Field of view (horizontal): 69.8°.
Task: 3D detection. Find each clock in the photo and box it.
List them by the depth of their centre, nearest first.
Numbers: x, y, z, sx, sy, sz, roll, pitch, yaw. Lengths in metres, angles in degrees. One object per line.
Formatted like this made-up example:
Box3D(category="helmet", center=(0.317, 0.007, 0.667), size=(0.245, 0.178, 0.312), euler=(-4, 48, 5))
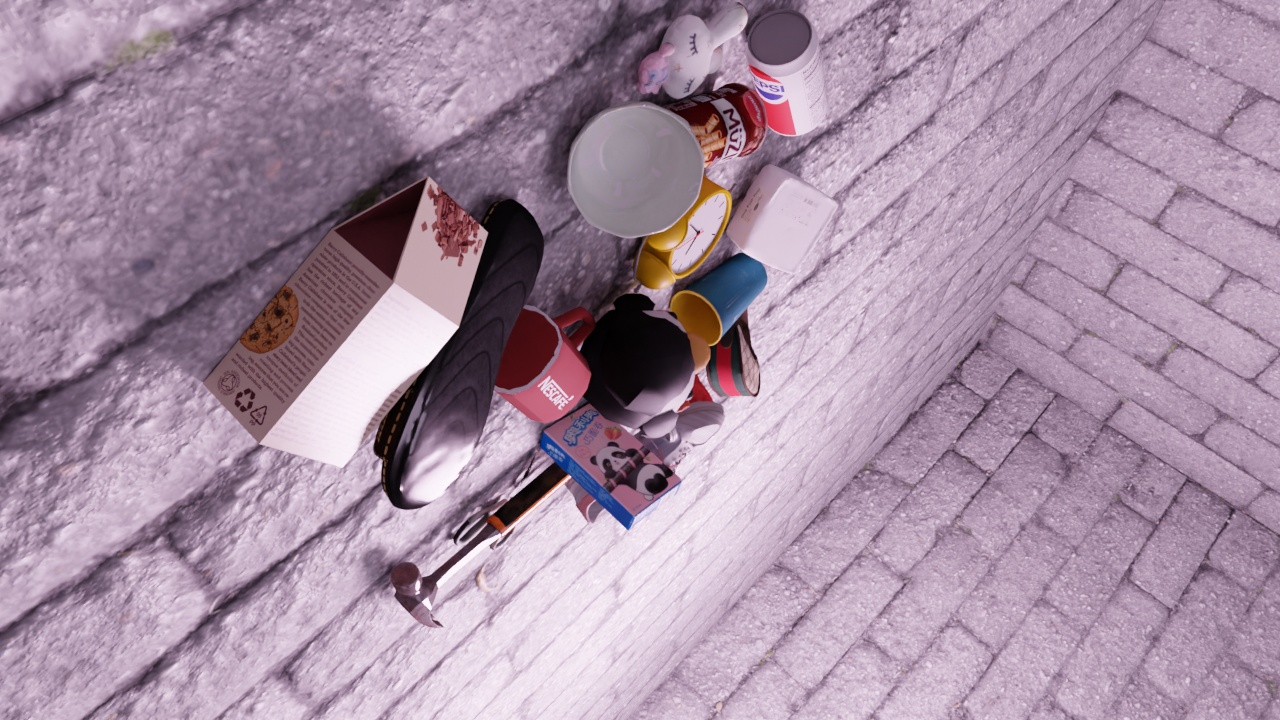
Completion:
Box3D(category="clock", center=(0.043, -0.136, 0.979), size=(0.151, 0.052, 0.114), euler=(-39, 155, -37))

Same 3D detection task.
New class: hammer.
Box3D(category="hammer", center=(-0.154, 0.191, 1.086), size=(0.313, 0.035, 0.138), euler=(-39, 150, -29))

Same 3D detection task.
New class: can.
Box3D(category="can", center=(0.149, -0.287, 0.926), size=(0.070, 0.070, 0.132), euler=(-51, 158, -2))

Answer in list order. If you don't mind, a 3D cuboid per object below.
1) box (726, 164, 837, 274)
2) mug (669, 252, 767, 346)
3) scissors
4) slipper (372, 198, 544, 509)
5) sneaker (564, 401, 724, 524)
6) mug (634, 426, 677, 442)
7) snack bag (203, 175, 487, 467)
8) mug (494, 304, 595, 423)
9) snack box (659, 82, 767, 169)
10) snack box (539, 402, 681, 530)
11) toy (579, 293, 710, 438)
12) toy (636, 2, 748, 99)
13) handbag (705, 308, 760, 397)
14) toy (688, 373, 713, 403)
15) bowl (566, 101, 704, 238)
Box3D(category="box", center=(0.179, -0.185, 1.155), size=(0.151, 0.132, 0.107), euler=(17, 114, -33))
Box3D(category="mug", center=(0.103, -0.082, 1.151), size=(0.121, 0.078, 0.078), euler=(-42, 156, -35))
Box3D(category="scissors", center=(-0.164, 0.177, 1.109), size=(0.157, 0.012, 0.171), euler=(-27, 146, -48))
Box3D(category="slipper", center=(-0.158, -0.008, 0.754), size=(0.113, 0.076, 0.267), euler=(29, 80, -63))
Box3D(category="sneaker", center=(0.014, 0.139, 1.178), size=(0.236, 0.089, 0.099), euler=(-29, 155, 13))
Box3D(category="mug", center=(0.013, 0.043, 1.112), size=(0.084, 0.113, 0.071), euler=(-26, 148, -16))
Box3D(category="snack bag", center=(-0.195, -0.032, 0.659), size=(0.206, 0.070, 0.094), euler=(-51, 158, -2))
Box3D(category="mug", center=(-0.092, -0.007, 0.877), size=(0.116, 0.080, 0.096), euler=(-47, 157, -6))
Box3D(category="snack box", center=(0.057, -0.214, 0.861), size=(0.121, 0.072, 0.072), euler=(-30, 149, -42))
Box3D(category="snack box", center=(-0.036, 0.121, 1.081), size=(0.087, 0.154, 0.033), euler=(-30, 152, -41))
Box3D(category="toy", center=(-0.006, 0.006, 0.939), size=(0.140, 0.159, 0.184), euler=(-11, 178, -9))
Box3D(category="toy", center=(0.043, -0.265, 0.802), size=(0.122, 0.038, 0.079), euler=(-35, 159, -29))
Box3D(category="handbag", center=(0.130, -0.022, 1.266), size=(0.166, 0.063, 0.138), euler=(39, 51, -67))
Box3D(category="toy", center=(0.025, 0.038, 1.222), size=(0.132, 0.094, 0.088), euler=(-2, 163, -32))
Box3D(category="bowl", center=(-0.008, -0.170, 0.789), size=(0.117, 0.061, 0.118), euler=(-4, 121, -7))
